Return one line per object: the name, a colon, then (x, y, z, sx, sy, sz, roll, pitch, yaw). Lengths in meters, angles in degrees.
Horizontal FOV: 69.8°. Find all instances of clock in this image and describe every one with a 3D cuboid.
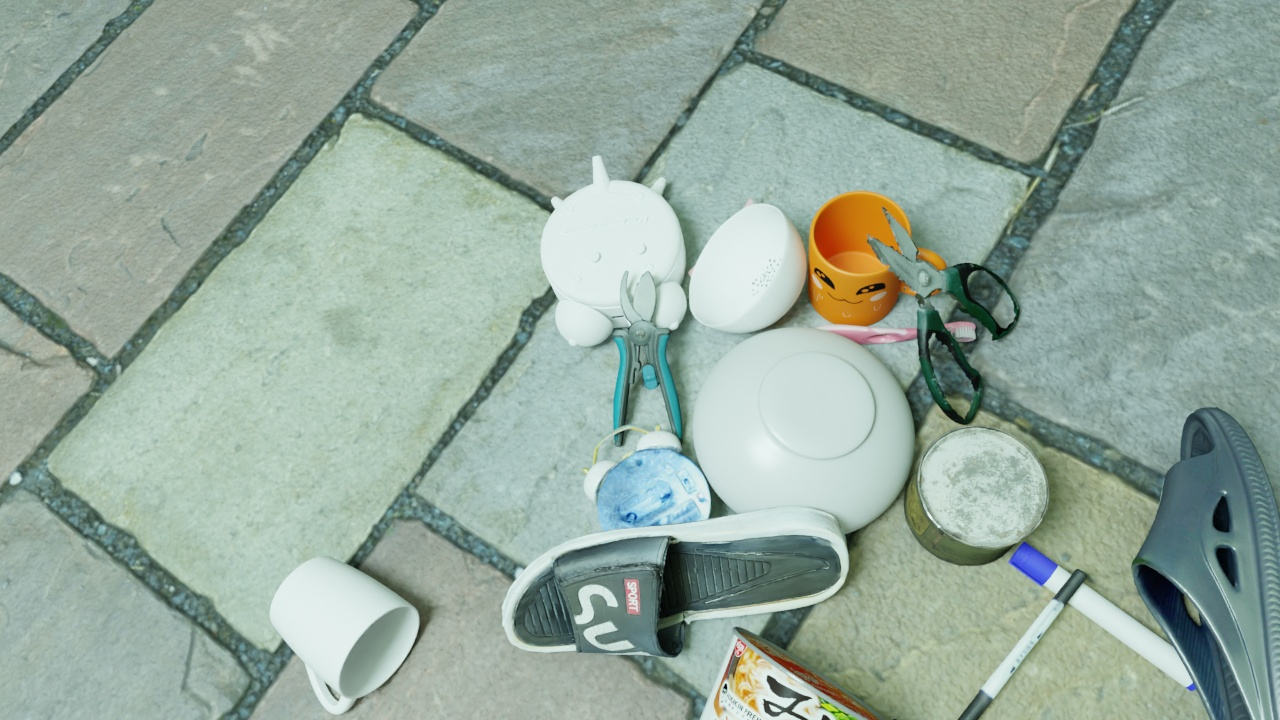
clock: (0.006, 0.106, 0.732, 0.089, 0.052, 0.125, -29, 66, -3)
clock: (-0.024, -0.095, 0.809, 0.125, 0.073, 0.160, -9, 66, 6)

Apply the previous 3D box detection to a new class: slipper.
slipper: (0.375, 0.163, 0.613, 0.083, 0.111, 0.267, -4, 61, 16)
slipper: (0.025, 0.173, 0.669, 0.264, 0.111, 0.063, -11, 32, 1)

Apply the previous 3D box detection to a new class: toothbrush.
toothbrush: (0.212, -0.023, 0.769, 0.135, 0.022, 0.016, -1, 58, 6)

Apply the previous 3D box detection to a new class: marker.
marker: (0.335, 0.184, 0.663, 0.141, 0.020, 0.020, 37, 78, 21)
marker: (0.270, 0.210, 0.655, 0.011, 0.011, 0.152, 38, 87, 21)

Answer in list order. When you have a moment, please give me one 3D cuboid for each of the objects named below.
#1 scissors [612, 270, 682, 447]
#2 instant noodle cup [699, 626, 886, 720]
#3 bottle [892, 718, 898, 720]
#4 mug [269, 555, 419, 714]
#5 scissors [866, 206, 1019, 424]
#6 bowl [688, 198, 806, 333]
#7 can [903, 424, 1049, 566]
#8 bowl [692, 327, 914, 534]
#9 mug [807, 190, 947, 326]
scissors: (0.003, 0.008, 0.764, 0.154, 0.019, 0.126, 45, 100, 1)
instant noodle cup: (0.087, 0.268, 0.623, 0.124, 0.123, 0.121, 29, 84, 19)
bottle: (0.147, 0.314, 0.627, 0.043, 0.043, 0.143, 33, 77, 20)
mug: (-0.239, 0.219, 0.721, 0.088, 0.080, 0.114, 27, 105, 25)
scissors: (0.221, -0.028, 0.699, 0.015, 0.209, 0.137, 11, 78, 55)
bowl: (0.098, -0.070, 0.774, 0.115, 0.050, 0.114, -36, 40, 37)
can: (0.246, 0.102, 0.682, 0.090, 0.075, 0.089, -3, 68, 7)
bowl: (0.131, 0.045, 0.712, 0.176, 0.066, 0.176, 1, 65, -2)
mug: (0.194, -0.077, 0.752, 0.113, 0.096, 0.077, 14, 70, 15)
